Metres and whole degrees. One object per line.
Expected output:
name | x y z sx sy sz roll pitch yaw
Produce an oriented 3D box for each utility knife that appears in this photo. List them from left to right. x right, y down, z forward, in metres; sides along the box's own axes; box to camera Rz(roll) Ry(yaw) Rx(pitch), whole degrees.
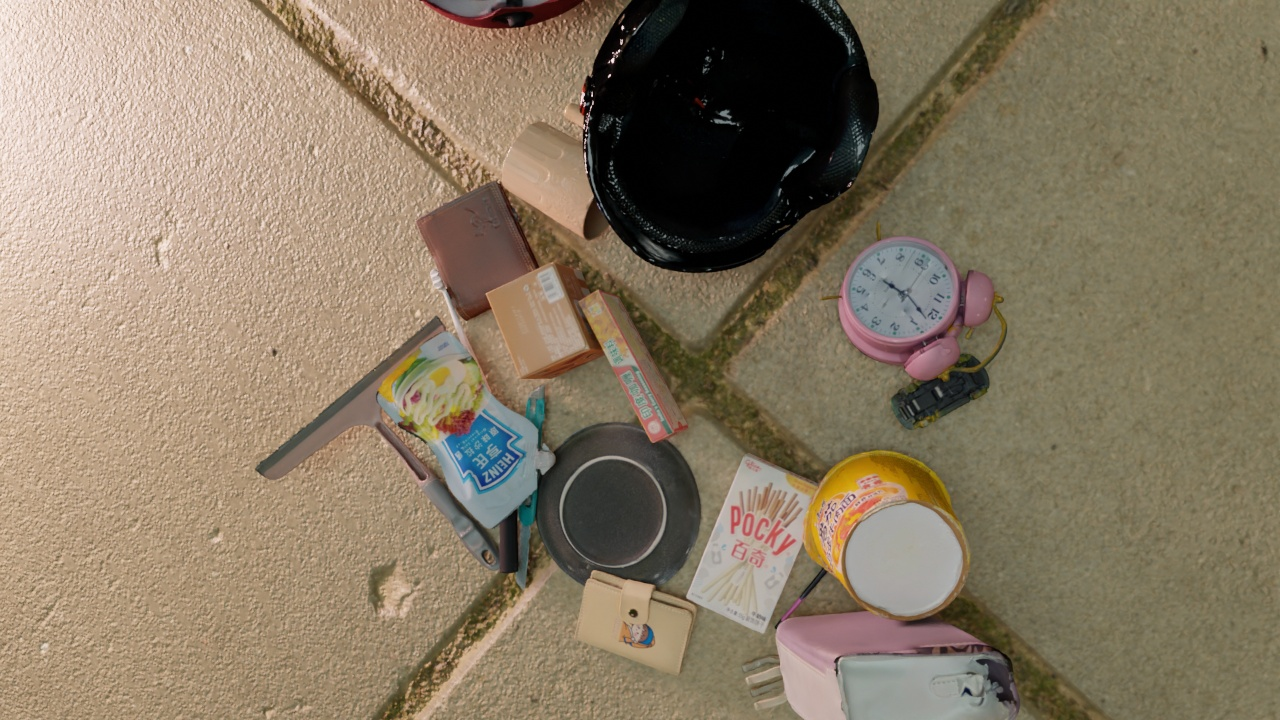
utility knife | -0.117 0.132 0.963 0.029 0.013 0.216 4 91 43

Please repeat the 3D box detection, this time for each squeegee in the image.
squeegee | -0.231 0.127 0.981 0.247 0.040 0.249 -41 86 -7

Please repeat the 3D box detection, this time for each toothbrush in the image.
toothbrush | -0.188 -0.015 0.982 0.016 0.016 0.180 -24 84 14
toothbrush | 0.189 0.189 0.892 0.018 0.014 0.189 42 99 20

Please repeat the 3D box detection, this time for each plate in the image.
plate | -0.027 0.153 0.939 0.179 0.024 0.179 0 90 13

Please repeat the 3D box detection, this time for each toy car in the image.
toy car | 0.279 0.030 0.859 0.091 0.036 0.043 -30 82 12

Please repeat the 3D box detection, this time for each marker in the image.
marker | -0.137 0.155 0.961 0.022 0.020 0.132 -6 81 35

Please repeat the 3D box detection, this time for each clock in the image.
clock | 0.255 -0.048 0.839 0.158 0.060 0.117 36 89 20

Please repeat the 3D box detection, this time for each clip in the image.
clip | 0.143 0.303 0.876 0.103 0.092 0.035 -19 85 24

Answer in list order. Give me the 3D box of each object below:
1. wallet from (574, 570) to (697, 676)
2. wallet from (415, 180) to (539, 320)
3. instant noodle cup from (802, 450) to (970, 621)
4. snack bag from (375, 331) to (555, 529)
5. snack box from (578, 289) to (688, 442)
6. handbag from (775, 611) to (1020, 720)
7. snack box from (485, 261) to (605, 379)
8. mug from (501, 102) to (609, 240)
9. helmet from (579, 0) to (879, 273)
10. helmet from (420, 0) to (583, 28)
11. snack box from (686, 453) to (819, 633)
wallet | -0.005 0.263 0.927 0.115 0.024 0.087 16 105 14
wallet | -0.169 -0.116 0.972 0.101 0.032 0.124 -26 84 10
instant noodle cup | 0.224 0.161 0.820 0.138 0.109 0.138 1 99 3
snack bag | -0.178 0.071 0.946 0.110 0.039 0.191 -41 84 -4
snack box | -0.005 0.005 0.907 0.027 0.077 0.155 -29 83 11
handbag | 0.208 0.268 0.776 0.145 0.197 0.098 -11 84 -6
snack box | -0.089 -0.037 0.918 0.077 0.094 0.092 -24 84 12
mug | -0.064 -0.197 0.928 0.103 0.084 0.124 32 72 13
helmet | 0.066 -0.218 0.817 0.233 0.230 0.275 26 102 -12
helmet | -0.128 -0.425 0.910 0.240 0.144 0.207 6 91 0
snack box | 0.113 0.179 0.904 0.085 0.027 0.157 22 96 13
